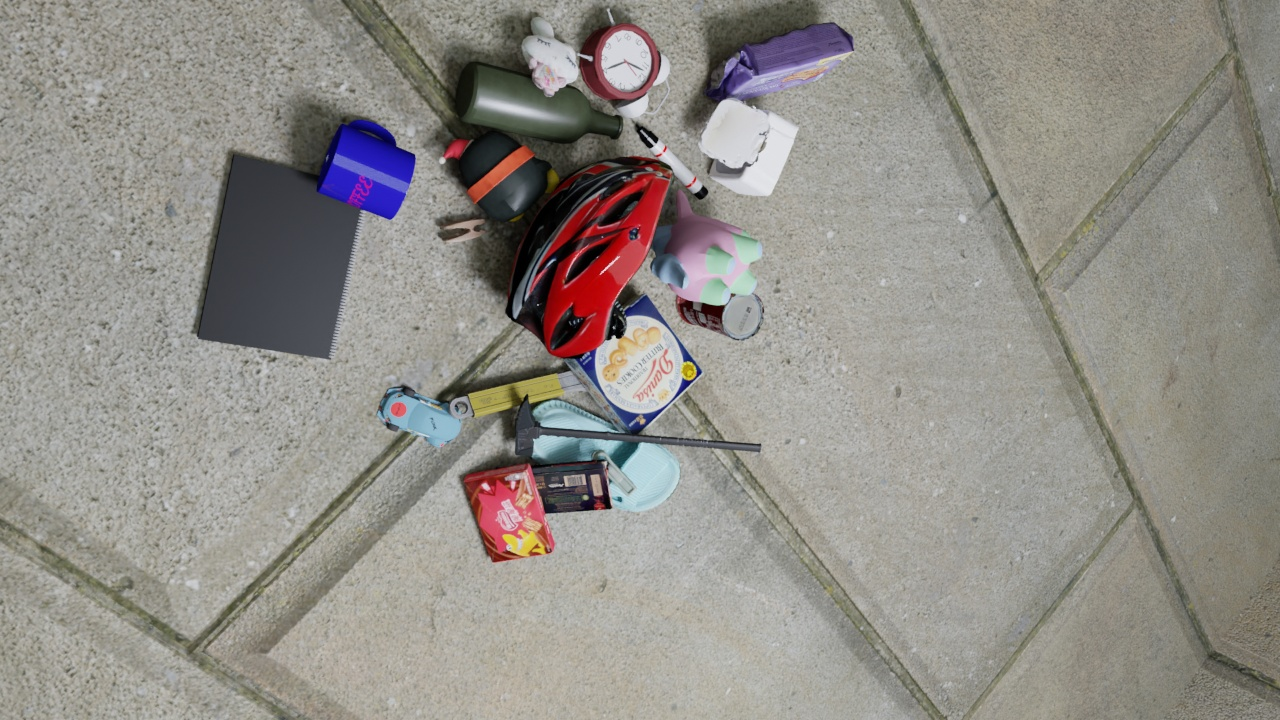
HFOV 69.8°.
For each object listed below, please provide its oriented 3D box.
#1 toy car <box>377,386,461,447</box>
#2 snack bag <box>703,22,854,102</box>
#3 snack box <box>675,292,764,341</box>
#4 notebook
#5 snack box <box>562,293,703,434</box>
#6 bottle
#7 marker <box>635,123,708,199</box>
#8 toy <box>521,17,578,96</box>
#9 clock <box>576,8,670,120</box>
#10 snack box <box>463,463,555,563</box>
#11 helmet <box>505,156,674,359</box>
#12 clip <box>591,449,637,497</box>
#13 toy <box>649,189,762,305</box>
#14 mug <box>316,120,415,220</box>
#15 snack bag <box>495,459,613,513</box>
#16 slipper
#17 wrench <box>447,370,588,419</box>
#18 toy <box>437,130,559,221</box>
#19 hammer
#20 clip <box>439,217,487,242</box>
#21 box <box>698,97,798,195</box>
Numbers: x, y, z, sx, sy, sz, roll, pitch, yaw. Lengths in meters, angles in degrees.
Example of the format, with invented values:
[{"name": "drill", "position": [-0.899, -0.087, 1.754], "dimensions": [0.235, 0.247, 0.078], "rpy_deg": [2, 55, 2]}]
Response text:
[{"name": "toy car", "position": [-0.274, 0.073, 1.158], "dimensions": [0.107, 0.027, 0.060], "rpy_deg": [25, 90, -32]}, {"name": "snack bag", "position": [0.188, -0.410, 1.256], "dimensions": [0.205, 0.096, 0.058], "rpy_deg": [-20, 90, -25]}, {"name": "snack box", "position": [0.110, -0.073, 1.284], "dimensions": [0.072, 0.121, 0.072], "rpy_deg": [-8, 107, -27]}, {"name": "notebook", "position": [-0.403, -0.112, 1.043], "dimensions": [0.148, 0.016, 0.207], "rpy_deg": [11, 98, -31]}, {"name": "snack box", "position": [-0.007, 0.007, 1.251], "dimensions": [0.144, 0.043, 0.145], "rpy_deg": [-42, 102, -24]}, {"name": "bottle", "position": [-0.117, -0.306, 1.120], "dimensions": [0.206, 0.071, 0.071], "rpy_deg": [5, 100, -31]}, {"name": "marker", "position": [0.041, -0.272, 1.250], "dimensions": [0.145, 0.019, 0.019], "rpy_deg": [40, 82, -32]}, {"name": "toy", "position": [-0.107, -0.360, 1.093], "dimensions": [0.076, 0.125, 0.037], "rpy_deg": [35, 127, -26]}, {"name": "clock", "position": [-0.018, -0.373, 1.172], "dimensions": [0.137, 0.048, 0.096], "rpy_deg": [35, 85, -31]}, {"name": "snack box", "position": [-0.175, 0.206, 1.232], "dimensions": [0.089, 0.021, 0.133], "rpy_deg": [-11, 112, 8]}, {"name": "helmet", "position": [-0.056, -0.133, 1.124], "dimensions": [0.167, 0.217, 0.272], "rpy_deg": [30, 94, -9]}, {"name": "clip", "position": [-0.037, 0.151, 1.243], "dimensions": [0.023, 0.047, 0.076], "rpy_deg": [-44, 104, -5]}, {"name": "toy", "position": [0.068, -0.136, 1.185], "dimensions": [0.221, 0.171, 0.120], "rpy_deg": [-27, 131, -52]}, {"name": "mug", "position": [-0.305, -0.222, 1.028], "dimensions": [0.083, 0.079, 0.111], "rpy_deg": [20, 52, -27]}, {"name": "snack bag", "position": [-0.117, 0.173, 1.235], "dimensions": [0.155, 0.018, 0.075], "rpy_deg": [-5, 112, 8]}, {"name": "slipper", "position": [-0.045, 0.141, 1.286], "dimensions": [0.276, 0.069, 0.116], "rpy_deg": [31, 90, -32]}, {"name": "wrench", "position": [-0.125, 0.039, 1.223], "dimensions": [0.272, 0.018, 0.083], "rpy_deg": [-14, 84, -29]}, {"name": "toy", "position": [-0.170, -0.227, 1.100], "dimensions": [0.098, 0.099, 0.119], "rpy_deg": [-35, 103, 19]}, {"name": "hammer", "position": [-0.001, 0.097, 1.204], "dimensions": [0.325, 0.015, 0.095], "rpy_deg": [5, 126, -4]}, {"name": "clip", "position": [-0.218, -0.163, 1.129], "dimensions": [0.062, 0.025, 0.047], "rpy_deg": [17, 94, -34]}, {"name": "box", "position": [0.126, -0.297, 1.244], "dimensions": [0.130, 0.103, 0.110], "rpy_deg": [19, 94, -30]}]
